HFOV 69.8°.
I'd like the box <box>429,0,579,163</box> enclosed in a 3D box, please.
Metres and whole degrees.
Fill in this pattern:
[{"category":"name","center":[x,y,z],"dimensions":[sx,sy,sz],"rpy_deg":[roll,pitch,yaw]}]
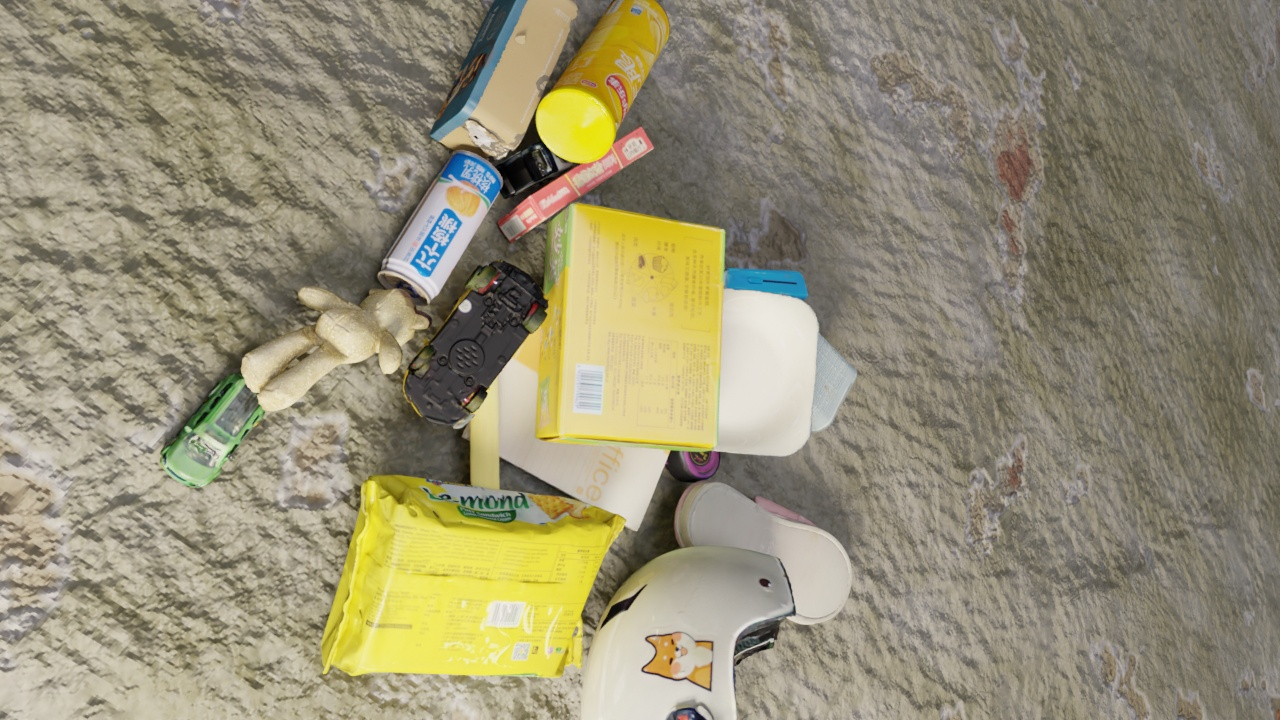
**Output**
[{"category":"box","center":[-0.120,-0.268,0.829],"dimensions":[0.062,0.090,0.184],"rpy_deg":[29,67,-29]}]

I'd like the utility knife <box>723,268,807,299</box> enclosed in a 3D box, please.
[{"category":"utility knife","center":[0.113,-0.086,1.003],"dimensions":[0.218,0.018,0.034],"rpy_deg":[-1,85,-45]}]

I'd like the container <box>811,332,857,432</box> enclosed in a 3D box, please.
[{"category":"container","center":[0.159,0.010,1.003],"dimensions":[0.111,0.090,0.089],"rpy_deg":[46,61,-20]}]

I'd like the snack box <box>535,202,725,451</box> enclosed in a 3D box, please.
[{"category":"snack box","center":[-0.008,-0.026,0.839],"dimensions":[0.157,0.070,0.210],"rpy_deg":[6,81,-23]}]

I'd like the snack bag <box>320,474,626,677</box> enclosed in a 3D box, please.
[{"category":"snack bag","center":[-0.133,0.188,0.759],"dimensions":[0.246,0.068,0.158],"rpy_deg":[14,95,-36]}]

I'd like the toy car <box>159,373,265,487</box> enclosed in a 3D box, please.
[{"category":"toy car","center":[-0.316,0.052,0.686],"dimensions":[0.043,0.036,0.091],"rpy_deg":[42,67,-26]}]

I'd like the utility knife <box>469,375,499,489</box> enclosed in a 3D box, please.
[{"category":"utility knife","center":[-0.132,0.048,0.795],"dimensions":[0.030,0.022,0.216],"rpy_deg":[1,93,-37]}]

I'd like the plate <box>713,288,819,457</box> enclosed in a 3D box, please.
[{"category":"plate","center":[0.092,0.011,0.916],"dimensions":[0.163,0.034,0.164],"rpy_deg":[7,83,-3]}]

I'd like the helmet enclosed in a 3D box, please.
[{"category":"helmet","center":[0.027,0.284,0.822],"dimensions":[0.157,0.230,0.273],"rpy_deg":[22,74,13]}]

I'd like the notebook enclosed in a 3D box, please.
[{"category":"notebook","center":[-0.053,0.055,0.868],"dimensions":[0.206,0.010,0.145],"rpy_deg":[34,69,-28]}]

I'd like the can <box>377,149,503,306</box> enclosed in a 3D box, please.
[{"category":"can","center":[-0.173,-0.115,0.795],"dimensions":[0.053,0.053,0.134],"rpy_deg":[38,65,-27]}]

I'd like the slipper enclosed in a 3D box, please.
[{"category":"slipper","center":[0.130,0.205,0.980],"dimensions":[0.274,0.055,0.114],"rpy_deg":[30,69,-34]}]

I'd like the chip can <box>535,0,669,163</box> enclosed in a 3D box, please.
[{"category":"chip can","center":[-0.031,-0.271,0.863],"dimensions":[0.072,0.072,0.212],"rpy_deg":[45,41,-24]}]

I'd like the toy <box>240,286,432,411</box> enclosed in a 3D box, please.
[{"category":"toy","center":[-0.238,-0.012,0.721],"dimensions":[0.105,0.066,0.156],"rpy_deg":[33,41,17]}]

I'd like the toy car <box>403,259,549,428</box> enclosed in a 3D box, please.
[{"category":"toy car","center":[-0.139,-0.015,0.767],"dimensions":[0.071,0.041,0.155],"rpy_deg":[38,70,-15]}]

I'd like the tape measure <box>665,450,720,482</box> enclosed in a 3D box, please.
[{"category":"tape measure","center":[0.052,0.097,0.945],"dimensions":[0.057,0.039,0.057],"rpy_deg":[20,69,-33]}]

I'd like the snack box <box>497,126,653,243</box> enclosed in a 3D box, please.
[{"category":"snack box","center":[-0.061,-0.167,0.867],"dimensions":[0.152,0.075,0.025],"rpy_deg":[-40,102,-32]}]

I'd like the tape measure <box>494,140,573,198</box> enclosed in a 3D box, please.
[{"category":"tape measure","center":[-0.096,-0.180,0.849],"dimensions":[0.065,0.066,0.033],"rpy_deg":[-36,104,-48]}]
